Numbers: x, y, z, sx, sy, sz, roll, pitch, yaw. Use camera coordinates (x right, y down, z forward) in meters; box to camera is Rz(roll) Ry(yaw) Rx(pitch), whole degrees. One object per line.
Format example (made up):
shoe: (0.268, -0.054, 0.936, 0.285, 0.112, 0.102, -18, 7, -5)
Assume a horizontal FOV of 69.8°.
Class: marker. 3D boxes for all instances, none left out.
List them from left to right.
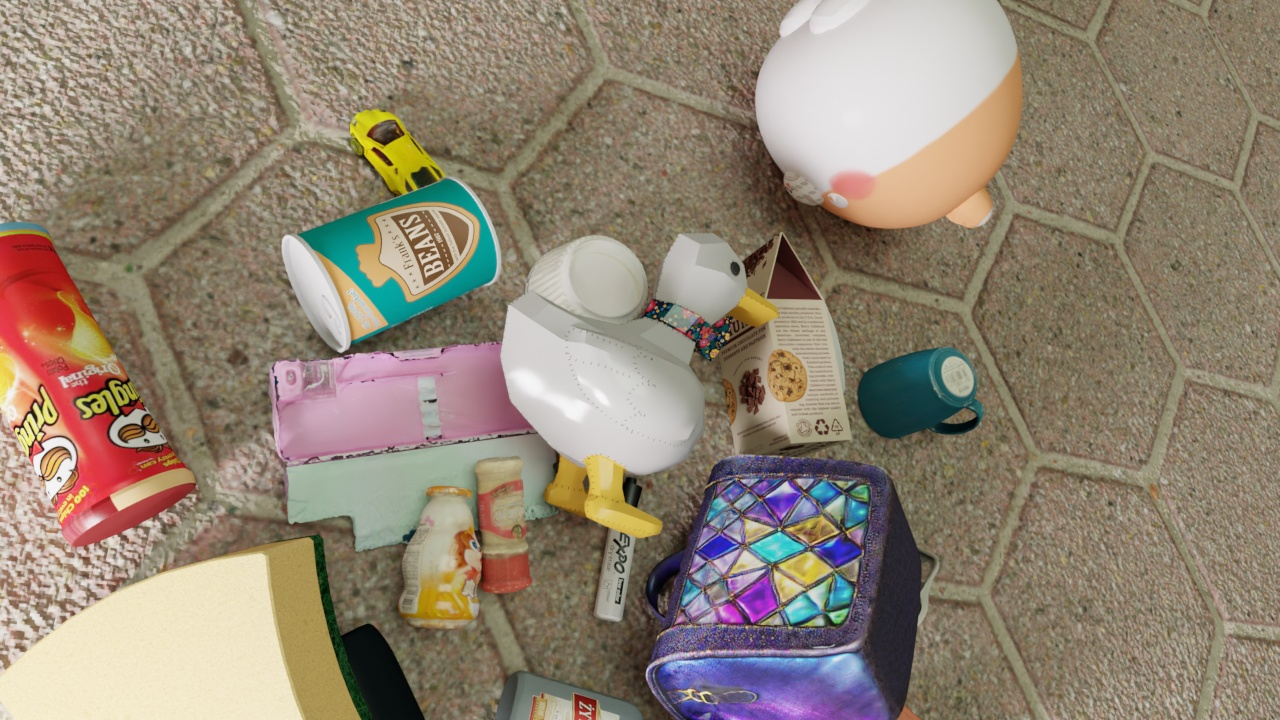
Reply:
marker: (-0.018, 0.164, 0.808, 0.025, 0.025, 0.125, 18, 66, -19)

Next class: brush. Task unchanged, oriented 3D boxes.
brush: (-0.259, 0.253, 0.577, 0.195, 0.075, 0.250, -26, 85, 4)

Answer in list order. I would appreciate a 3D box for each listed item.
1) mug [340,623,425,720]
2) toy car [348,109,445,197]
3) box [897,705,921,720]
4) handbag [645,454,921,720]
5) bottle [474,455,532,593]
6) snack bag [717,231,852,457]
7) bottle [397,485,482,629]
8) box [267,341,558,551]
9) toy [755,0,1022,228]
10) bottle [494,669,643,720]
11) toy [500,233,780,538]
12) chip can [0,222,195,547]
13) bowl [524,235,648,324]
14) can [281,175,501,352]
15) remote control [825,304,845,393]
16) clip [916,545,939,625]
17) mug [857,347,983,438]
mug: (-0.224, 0.255, 0.654, 0.121, 0.085, 0.094, -27, 85, -1)
toy car: (-0.218, -0.183, 0.826, 0.107, 0.030, 0.049, 49, 61, -2)
box: (0.254, 0.346, 0.813, 0.187, 0.053, 0.058, 41, 77, -12)
handbag: (0.106, 0.191, 0.759, 0.125, 0.222, 0.204, 61, 36, -34)
bottle: (-0.113, 0.133, 0.750, 0.044, 0.044, 0.109, -3, 88, -27)
snack bag: (0.131, -0.011, 0.898, 0.069, 0.095, 0.206, -1, 74, -26)
bottle: (-0.155, 0.154, 0.721, 0.063, 0.063, 0.108, 8, 74, -23)
box: (-0.178, 0.069, 0.760, 0.230, 0.035, 0.159, -6, 84, -27)
toy: (0.258, -0.259, 0.953, 0.265, 0.263, 0.281, -40, 113, -2)
bottle: (-0.037, 0.306, 0.739, 0.161, 0.046, 0.072, 23, 65, -18)
toy: (-0.005, 0.005, 0.768, 0.246, 0.141, 0.267, 21, 82, -31)
chip can: (-0.402, 0.016, 0.638, 0.086, 0.087, 0.213, -30, 86, -30)
bowl: (-0.043, -0.065, 0.851, 0.115, 0.063, 0.115, 8, 70, -23)
can: (-0.203, -0.082, 0.757, 0.143, 0.099, 0.099, -29, 87, -30)
remote control: (0.179, -0.014, 0.961, 0.060, 0.028, 0.114, -4, 75, -27)
clip: (0.196, 0.221, 0.844, 0.081, 0.125, 0.147, 35, 85, -19)
mug: (0.304, 0.038, 0.959, 0.112, 0.104, 0.084, 36, 61, -11)
